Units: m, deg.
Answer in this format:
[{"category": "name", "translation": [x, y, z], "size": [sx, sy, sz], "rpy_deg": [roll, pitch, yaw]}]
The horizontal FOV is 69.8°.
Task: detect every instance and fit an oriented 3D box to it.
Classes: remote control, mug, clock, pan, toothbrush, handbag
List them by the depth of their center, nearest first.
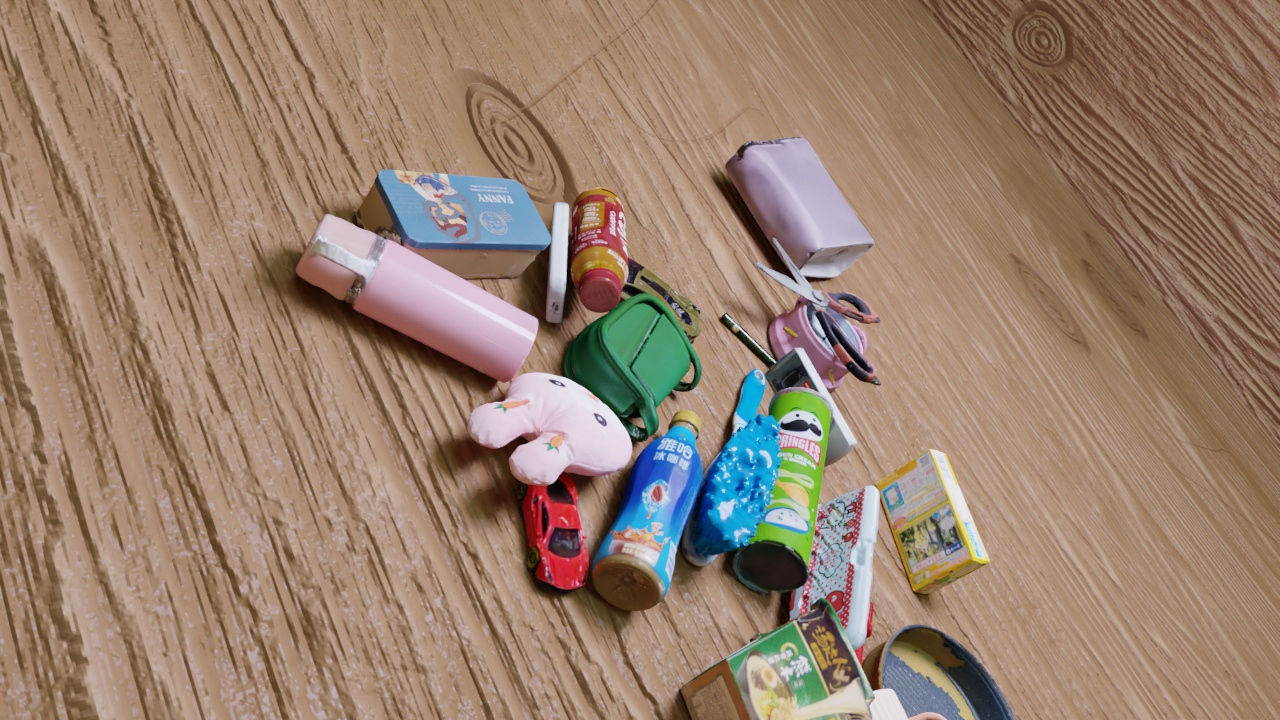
[{"category": "mug", "translation": [0.210, 0.332, 0.759], "size": [0.082, 0.114, 0.105], "rpy_deg": [61, 7, -58]}, {"category": "pan", "translation": [0.351, 0.401, 0.852], "size": [0.357, 0.078, 0.197], "rpy_deg": [48, 37, 4]}, {"category": "handbag", "translation": [-0.005, 0.005, 0.903], "size": [0.120, 0.068, 0.131], "rpy_deg": [52, 35, -4]}, {"category": "remote control", "translation": [-0.083, -0.101, 0.931], "size": [0.020, 0.056, 0.135], "rpy_deg": [3, 47, -6]}, {"category": "remote control", "translation": [0.193, 0.054, 1.048], "size": [0.019, 0.056, 0.135], "rpy_deg": [-1, 57, -43]}, {"category": "toothbrush", "translation": [0.167, 0.008, 1.098], "size": [0.186, 0.017, 0.012], "rpy_deg": [44, 40, -2]}, {"category": "clock", "translation": [0.230, -0.029, 1.159], "size": [0.117, 0.060, 0.158], "rpy_deg": [46, 35, 0]}, {"category": "handbag", "translation": [0.217, -0.212, 1.287], "size": [0.144, 0.099, 0.197], "rpy_deg": [-8, 62, -49]}]

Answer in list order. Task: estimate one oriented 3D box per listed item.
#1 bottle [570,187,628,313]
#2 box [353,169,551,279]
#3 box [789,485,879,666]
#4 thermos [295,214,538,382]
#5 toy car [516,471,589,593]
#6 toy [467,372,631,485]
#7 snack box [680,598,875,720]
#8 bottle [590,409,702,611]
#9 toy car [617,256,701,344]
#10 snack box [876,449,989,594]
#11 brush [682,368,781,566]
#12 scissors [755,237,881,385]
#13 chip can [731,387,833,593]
[{"category": "bottle", "translation": [-0.042, -0.113, 0.933], "size": [0.057, 0.058, 0.174], "rpy_deg": [28, 31, -22]}, {"category": "box", "translation": [-0.170, -0.125, 0.867], "size": [0.183, 0.062, 0.089], "rpy_deg": [-11, 64, -46]}, {"category": "box", "translation": [0.197, 0.214, 0.864], "size": [0.095, 0.102, 0.200], "rpy_deg": [37, 38, -10]}, {"category": "thermos", "translation": [-0.183, -0.051, 0.766], "size": [0.198, 0.087, 0.067], "rpy_deg": [30, 84, -23]}, {"category": "toy car", "translation": [-0.068, 0.136, 0.743], "size": [0.049, 0.031, 0.106], "rpy_deg": [13, 49, -35]}, {"category": "toy", "translation": [-0.072, 0.059, 0.772], "size": [0.121, 0.054, 0.159], "rpy_deg": [38, 23, 14]}, {"category": "snack box", "translation": [0.102, 0.268, 0.722], "size": [0.105, 0.118, 0.117], "rpy_deg": [-4, 59, -34]}, {"category": "bottle", "translation": [0.016, 0.119, 0.810], "size": [0.065, 0.065, 0.218], "rpy_deg": [38, 37, -10]}, {"category": "toy car", "translation": [-0.001, -0.072, 0.995], "size": [0.158, 0.042, 0.070], "rpy_deg": [34, 37, -10]}, {"category": "snack box", "translation": [0.324, 0.180, 1.028], "size": [0.033, 0.087, 0.140], "rpy_deg": [19, 44, -31]}, {"category": "brush", "translation": [0.104, 0.082, 0.919], "size": [0.060, 0.110, 0.313], "rpy_deg": [32, 46, -3]}, {"category": "scissors", "translation": [0.227, -0.062, 1.124], "size": [0.222, 0.015, 0.188], "rpy_deg": [21, 44, -30]}, {"category": "chip can", "translation": [0.147, 0.125, 0.925], "size": [0.072, 0.072, 0.235], "rpy_deg": [37, 38, -11]}]
